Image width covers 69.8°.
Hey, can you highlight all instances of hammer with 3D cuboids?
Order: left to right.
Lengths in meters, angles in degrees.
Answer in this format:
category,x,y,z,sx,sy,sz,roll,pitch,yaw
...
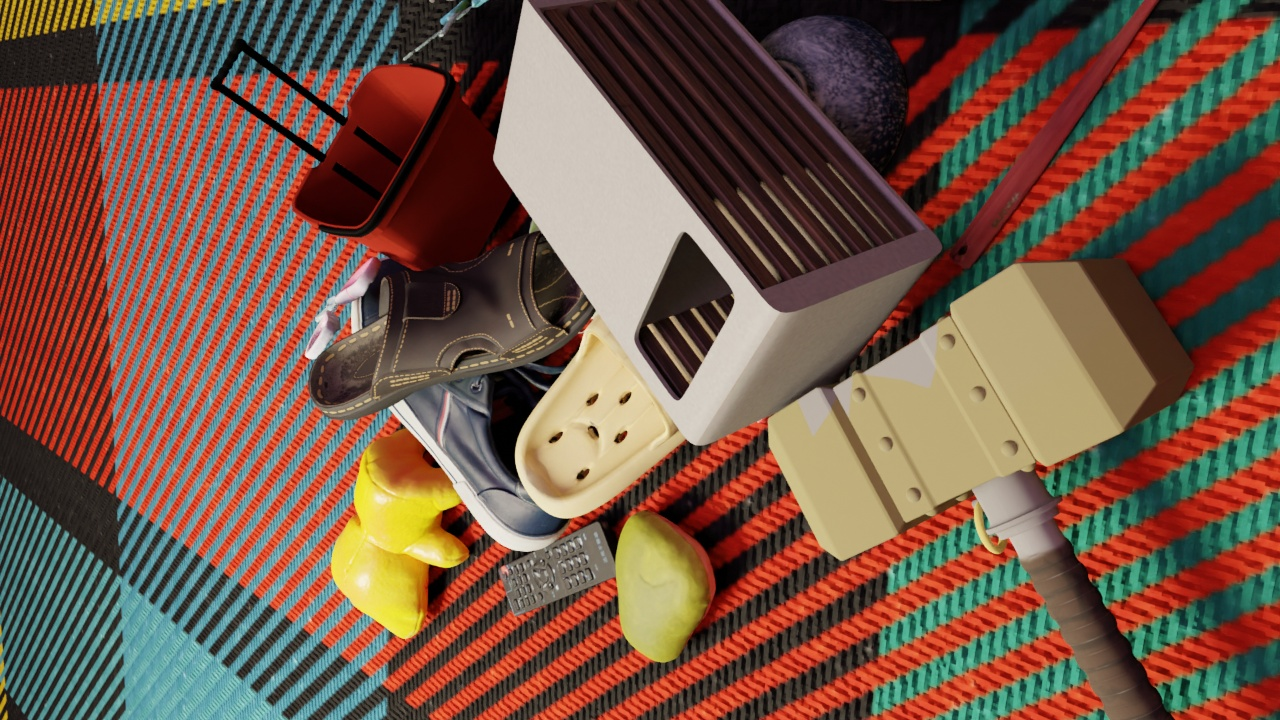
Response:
category,x,y,z,sx,sy,sz,roll,pitch,yaw
hammer,0.219,0.130,0.447,0.191,0.100,0.324,-38,71,38

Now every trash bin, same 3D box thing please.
category,x,y,z,sx,sy,sz,roll,pitch,yaw
trash bin,0.028,-0.090,0.505,0.228,0.114,0.115,55,147,22

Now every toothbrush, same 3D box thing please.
category,x,y,z,sx,sy,sz,roll,pitch,yaw
toothbrush,0.218,-0.127,0.470,0.016,0.016,0.190,46,123,27

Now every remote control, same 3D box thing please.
category,x,y,z,sx,sy,sz,roll,pitch,yaw
remote control,-0.065,0.173,0.762,0.151,0.022,0.047,-32,75,42

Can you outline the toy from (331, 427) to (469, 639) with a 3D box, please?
category,x,y,z,sx,sy,sz,roll,pitch,yaw
toy,-0.234,0.167,0.868,0.134,0.087,0.194,39,119,27

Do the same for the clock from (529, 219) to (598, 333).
category,x,y,z,sx,sy,sz,roll,pitch,yaw
clock,-0.045,-0.080,0.695,0.094,0.042,0.119,17,107,40

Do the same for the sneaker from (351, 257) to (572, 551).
category,x,y,z,sx,sy,sz,roll,pitch,yaw
sneaker,-0.134,0.004,0.746,0.294,0.120,0.128,51,138,21

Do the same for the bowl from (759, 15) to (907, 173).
category,x,y,z,sx,sy,sz,roll,pitch,yaw
bowl,0.093,-0.151,0.550,0.114,0.060,0.114,8,101,42

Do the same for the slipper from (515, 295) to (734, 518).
category,x,y,z,sx,sy,sz,roll,pitch,yaw
slipper,-0.004,0.004,0.607,0.262,0.079,0.111,-47,64,18

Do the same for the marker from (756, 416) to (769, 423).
category,x,y,z,sx,sy,sz,roll,pitch,yaw
marker,0.033,0.015,0.657,0.142,0.012,0.013,24,111,37

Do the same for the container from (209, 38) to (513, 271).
category,x,y,z,sx,sy,sz,roll,pitch,yaw
container,-0.204,-0.160,0.699,0.127,0.200,0.148,20,79,39

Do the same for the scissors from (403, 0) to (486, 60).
category,x,y,z,sx,sy,sz,roll,pitch,yaw
scissors,-0.139,-0.282,0.731,0.015,0.135,0.134,57,171,-25

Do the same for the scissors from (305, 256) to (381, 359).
category,x,y,z,sx,sy,sz,roll,pitch,yaw
scissors,-0.263,-0.033,0.762,0.179,0.016,0.102,-9,50,58

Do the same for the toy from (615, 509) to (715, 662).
category,x,y,z,sx,sy,sz,roll,pitch,yaw
toy,0.013,0.168,0.670,0.090,0.051,0.110,32,118,37

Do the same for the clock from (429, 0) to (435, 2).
category,x,y,z,sx,sy,sz,roll,pitch,yaw
clock,-0.145,-0.371,0.741,0.114,0.052,0.152,-6,87,42

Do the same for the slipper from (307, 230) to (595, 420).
category,x,y,z,sx,sy,sz,roll,pitch,yaw
slipper,-0.147,-0.029,0.664,0.268,0.076,0.112,-20,53,22
